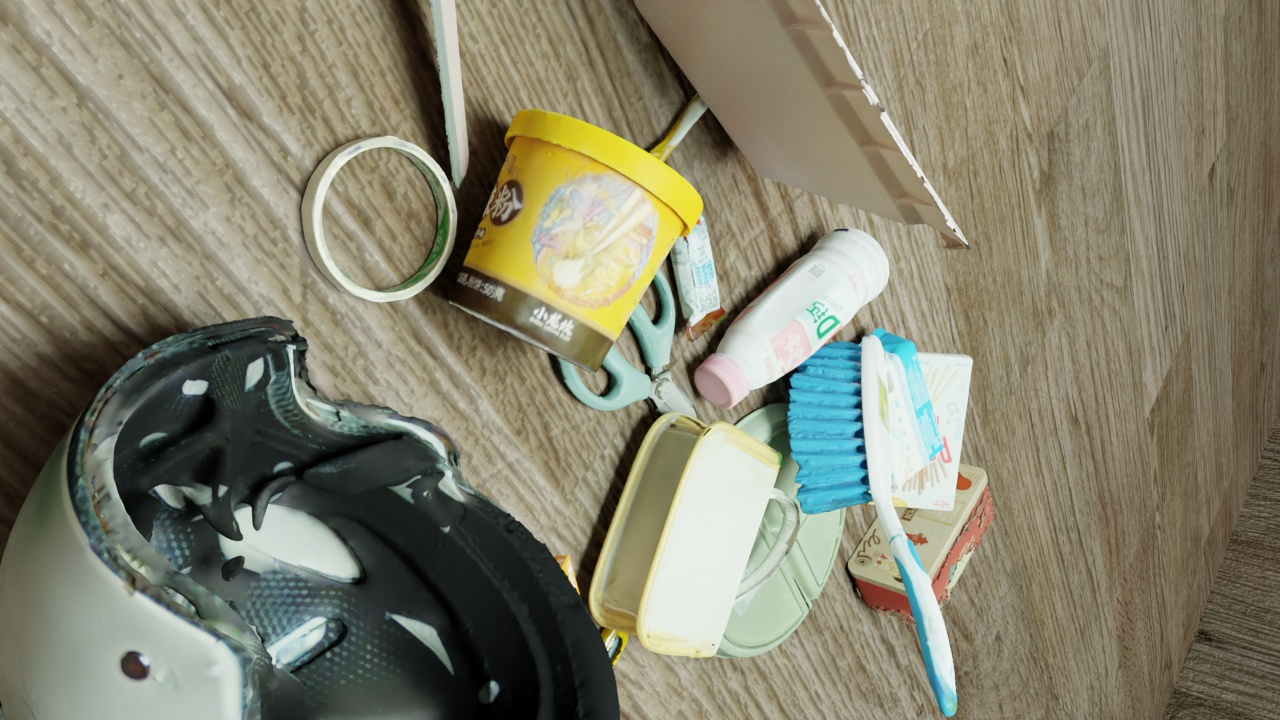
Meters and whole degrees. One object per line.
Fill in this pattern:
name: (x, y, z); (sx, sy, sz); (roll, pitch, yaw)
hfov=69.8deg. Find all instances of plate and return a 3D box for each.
plate: (0.114, 0.151, 0.799); (0.229, 0.027, 0.230); (-12, 108, -44)

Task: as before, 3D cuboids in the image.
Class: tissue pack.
tissue pack: (0.222, 0.049, 0.848); (0.089, 0.063, 0.140); (-29, 104, -38)

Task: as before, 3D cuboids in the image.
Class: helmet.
helmet: (-0.148, 0.126, 0.399); (0.157, 0.229, 0.274); (-36, 131, 11)

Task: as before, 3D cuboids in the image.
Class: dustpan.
dustpan: (0.111, -0.212, 0.563); (0.138, 0.273, 0.222); (-44, 119, -6)

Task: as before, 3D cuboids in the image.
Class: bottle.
bottle: (0.119, -0.033, 0.732); (0.196, 0.068, 0.068); (-39, 125, -29)

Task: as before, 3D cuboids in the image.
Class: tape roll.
tape roll: (-0.136, -0.074, 0.486); (0.085, 0.014, 0.086); (-13, 109, -44)

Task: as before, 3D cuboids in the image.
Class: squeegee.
squeegee: (-0.045, -0.257, 0.520); (0.248, 0.040, 0.248); (-39, 141, -40)

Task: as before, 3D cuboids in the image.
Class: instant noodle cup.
instant noodle cup: (-0.042, -0.063, 0.521); (0.118, 0.118, 0.114); (29, 87, -46)

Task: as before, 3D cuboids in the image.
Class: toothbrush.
toothbrush: (0.011, -0.144, 0.624); (0.191, 0.016, 0.018); (-53, 124, -23)

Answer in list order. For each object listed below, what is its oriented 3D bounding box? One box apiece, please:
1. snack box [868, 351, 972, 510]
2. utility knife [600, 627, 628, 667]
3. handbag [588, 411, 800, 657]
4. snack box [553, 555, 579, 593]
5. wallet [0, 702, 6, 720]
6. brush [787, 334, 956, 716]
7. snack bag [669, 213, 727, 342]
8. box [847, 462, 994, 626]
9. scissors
snack box: (0.275, 0.069, 0.910); (0.027, 0.085, 0.157); (-70, 164, -80)
utility knife: (-0.040, 0.238, 0.664); (0.195, 0.015, 0.033); (-58, 137, -19)
handbag: (0.053, 0.135, 0.687); (0.178, 0.063, 0.163); (28, 79, -45)
snack box: (-0.049, 0.213, 0.601); (0.075, 0.026, 0.154); (-59, 138, -70)
wallet: (-0.256, 0.190, 0.423); (0.120, 0.019, 0.097); (1, 101, -48)
brush: (0.171, 0.108, 0.699); (0.060, 0.110, 0.313); (49, 38, -47)
snack bag: (0.038, -0.069, 0.662); (0.048, 0.026, 0.104); (-38, 125, -37)
box: (0.299, 0.191, 0.957); (0.168, 0.091, 0.080); (-49, 128, -27)
scissors: (0.010, -0.015, 0.654); (0.185, 0.019, 0.132); (30, 78, -48)
